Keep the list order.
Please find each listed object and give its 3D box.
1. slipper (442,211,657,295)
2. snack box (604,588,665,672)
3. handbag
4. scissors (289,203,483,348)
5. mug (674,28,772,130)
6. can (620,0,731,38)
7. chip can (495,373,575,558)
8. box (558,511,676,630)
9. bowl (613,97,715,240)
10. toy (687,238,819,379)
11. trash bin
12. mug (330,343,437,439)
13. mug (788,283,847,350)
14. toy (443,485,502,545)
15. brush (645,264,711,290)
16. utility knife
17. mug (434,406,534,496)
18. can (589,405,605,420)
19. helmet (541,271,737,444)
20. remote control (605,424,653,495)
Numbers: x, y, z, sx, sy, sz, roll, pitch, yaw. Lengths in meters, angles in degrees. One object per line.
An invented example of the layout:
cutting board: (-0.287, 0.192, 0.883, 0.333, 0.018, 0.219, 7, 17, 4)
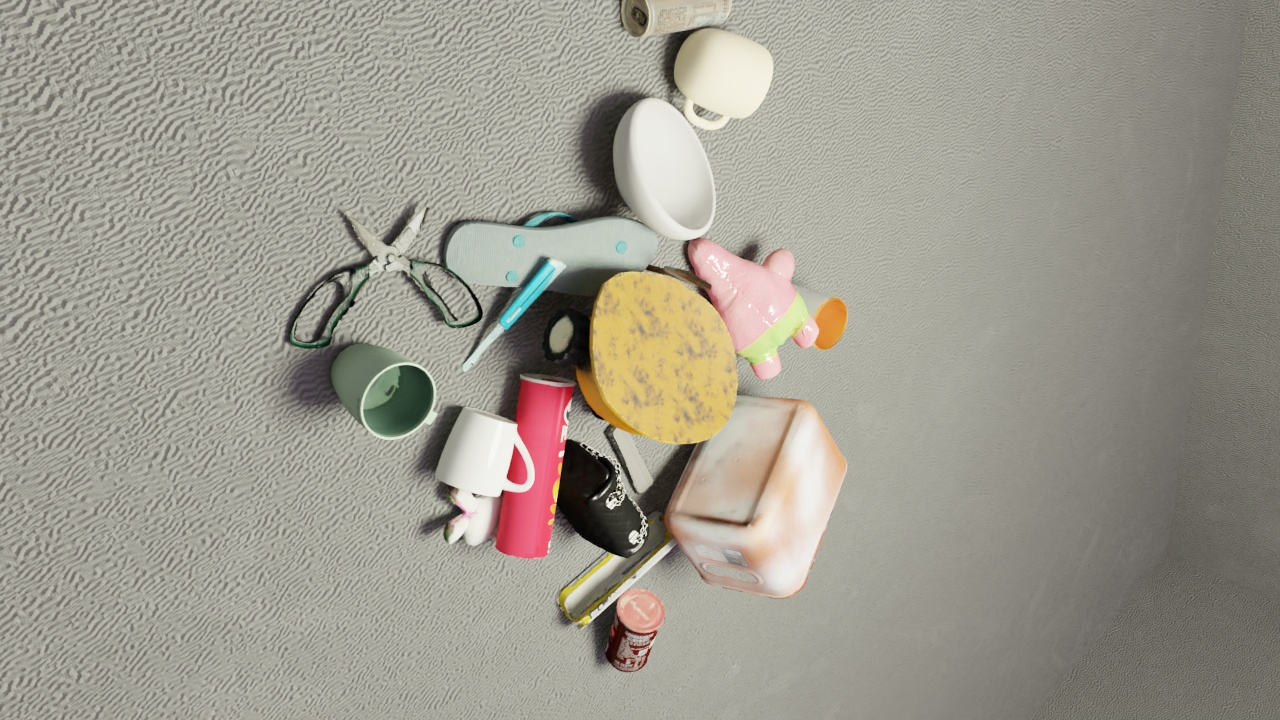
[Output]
slipper: (-0.108, -0.127, 1.097, 0.268, 0.055, 0.098, -6, 116, -28)
snack box: (-0.010, 0.403, 1.364, 0.072, 0.072, 0.122, -22, 143, -34)
handbag: (-0.044, 0.177, 1.223, 0.114, 0.125, 0.154, -41, 130, -21)
scissors: (-0.265, -0.068, 0.989, 0.201, 0.015, 0.203, -52, 130, -5)
mug: (0.091, -0.349, 1.140, 0.099, 0.096, 0.120, 7, 115, -36)
can: (0.045, -0.421, 1.094, 0.135, 0.054, 0.054, -22, 122, -33)
chip can: (-0.131, 0.130, 1.142, 0.069, 0.069, 0.220, 5, 96, -43)
box: (-0.025, 0.312, 1.353, 0.209, 0.070, 0.067, -37, 150, -25)
bowl: (0.018, -0.226, 1.123, 0.176, 0.066, 0.176, 26, 56, -47)
toy: (0.145, -0.086, 1.299, 0.192, 0.096, 0.236, -43, 112, 5)
trash bin: (0.169, 0.187, 1.346, 0.157, 0.182, 0.259, 56, 51, -37)
mug: (-0.268, 0.034, 0.976, 0.111, 0.104, 0.084, 38, 81, -43)
mug: (0.247, -0.068, 1.390, 0.082, 0.105, 0.082, -18, 119, -36)
toy: (-0.204, 0.196, 1.150, 0.122, 0.038, 0.079, 32, 72, -54)
brush: (0.031, -0.111, 1.153, 0.045, 0.143, 0.008, 25, 88, -36)
utility knife: (-0.151, -0.051, 1.079, 0.022, 0.015, 0.177, 34, 103, -34)
mug: (-0.177, 0.112, 1.092, 0.081, 0.114, 0.087, 40, 69, -87)
can: (-0.007, 0.060, 1.255, 0.137, 0.054, 0.054, 10, 101, -43)
helmet: (-0.007, 0.007, 1.141, 0.255, 0.132, 0.205, 21, 66, -40)
remote control: (-0.015, 0.138, 1.312, 0.033, 0.013, 0.137, -41, 132, -20)
